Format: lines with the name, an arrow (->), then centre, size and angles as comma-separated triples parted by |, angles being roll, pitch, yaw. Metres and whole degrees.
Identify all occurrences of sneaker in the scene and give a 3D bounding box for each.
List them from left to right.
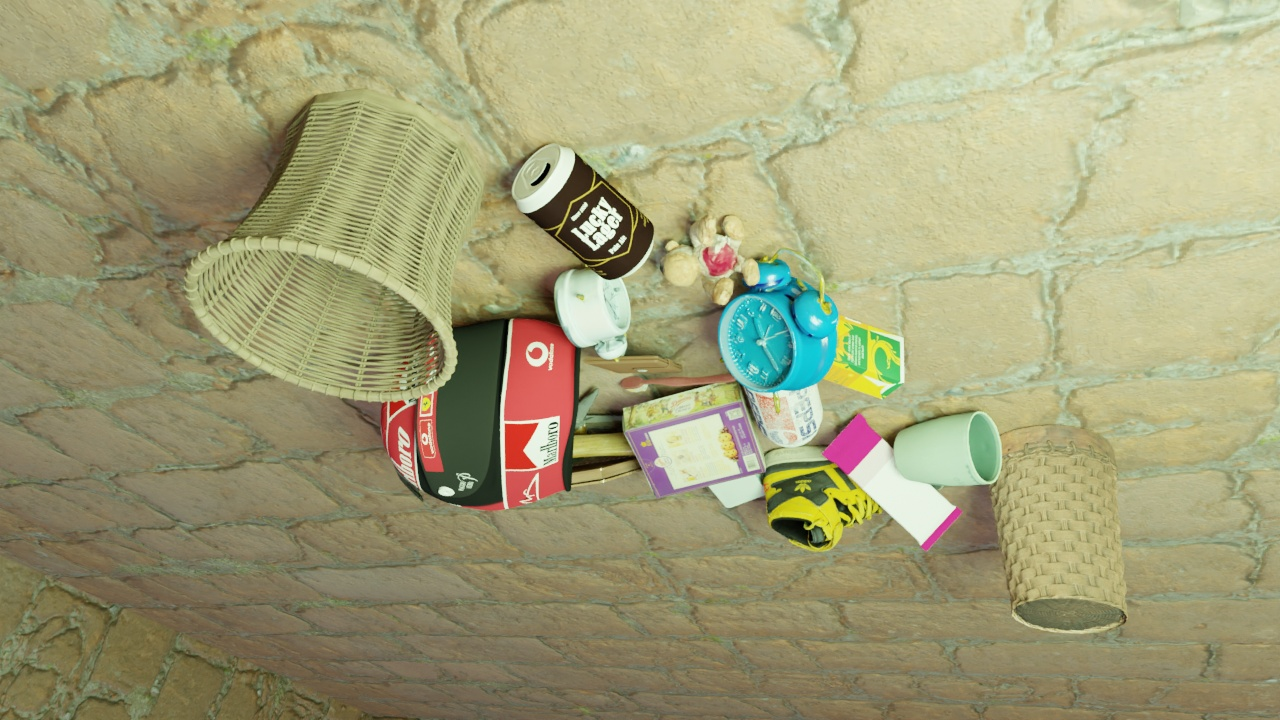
sneaker -> 0.274, 0.182, 1.191 | 0.239, 0.121, 0.086 | 0, 148, 16

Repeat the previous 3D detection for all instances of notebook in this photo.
notebook -> -0.092, 0.157, 1.263 | 0.211, 0.022, 0.168 | -13, 176, 31

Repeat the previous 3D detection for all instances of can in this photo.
can -> -0.050, -0.133, 0.839 | 0.072, 0.071, 0.128 | -20, 137, 37
can -> 0.161, 0.037, 1.038 | 0.078, 0.078, 0.136 | -2, 145, 18

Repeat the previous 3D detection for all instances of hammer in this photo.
hammer -> -0.165, 0.119, 1.211 | 0.331, 0.132, 0.033 | -4, 132, 6

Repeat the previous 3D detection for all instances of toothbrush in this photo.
toothbrush -> 0.045, 0.025, 1.073 | 0.185, 0.015, 0.015 | -5, 152, 46

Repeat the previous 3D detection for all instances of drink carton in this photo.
drink carton -> 0.215, -0.010, 0.970 | 0.122, 0.058, 0.041 | 19, 146, -13

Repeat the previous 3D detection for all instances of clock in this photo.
clock -> -0.044, -0.050, 0.959 | 0.057, 0.083, 0.117 | -13, 140, 21
clock -> 0.137, -0.037, 0.904 | 0.060, 0.117, 0.162 | -18, 137, -38

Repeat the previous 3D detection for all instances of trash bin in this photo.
trash bin -> 0.489, 0.203, 1.084 | 0.151, 0.209, 0.151 | 8, 148, 5

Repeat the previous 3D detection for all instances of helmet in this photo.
helmet -> -0.184, 0.062, 1.058 | 0.224, 0.197, 0.272 | 3, 148, -3

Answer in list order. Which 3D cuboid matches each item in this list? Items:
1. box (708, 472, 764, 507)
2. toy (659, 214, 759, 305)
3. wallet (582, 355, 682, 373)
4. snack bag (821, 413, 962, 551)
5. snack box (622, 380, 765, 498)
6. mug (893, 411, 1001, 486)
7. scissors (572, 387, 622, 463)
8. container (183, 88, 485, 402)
box -> 0.103, 0.124, 1.212 | 0.085, 0.070, 0.199 | 0, 144, 38
toy -> 0.056, -0.100, 0.877 | 0.106, 0.074, 0.085 | 2, 119, 50
wallet -> -0.006, 0.006, 1.047 | 0.087, 0.013, 0.121 | -1, 174, 16
snack bag -> 0.315, 0.153, 1.146 | 0.196, 0.070, 0.016 | 42, -178, -13
snack box -> 0.068, 0.099, 1.127 | 0.148, 0.040, 0.143 | -15, 134, 9
mug -> 0.373, 0.109, 1.101 | 0.111, 0.084, 0.104 | 0, 170, -43
scissors -> -0.099, 0.089, 1.244 | 0.225, 0.016, 0.226 | 1, 147, 14
container -> -0.253, -0.103, 0.825 | 0.227, 0.195, 0.227 | 7, 147, 4
